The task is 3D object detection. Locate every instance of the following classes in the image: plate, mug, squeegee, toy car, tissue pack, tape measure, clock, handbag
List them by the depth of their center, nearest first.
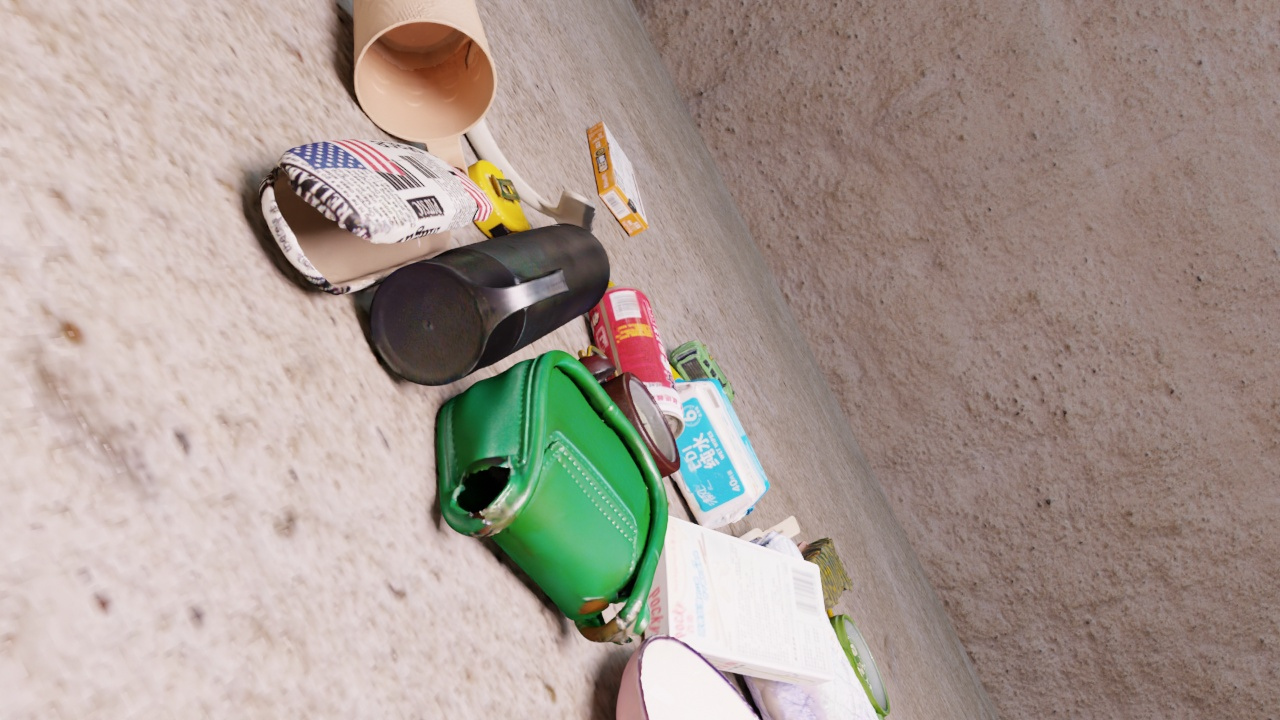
[{"bbox_3d":[-0.040,0.069,0.469,0.131,0.068,0.120,53,19,-34],"label":"handbag"},{"bbox_3d":[0.044,0.237,0.479,0.192,0.039,0.192,51,9,-12],"label":"plate"},{"bbox_3d":[-0.138,-0.190,0.596,0.125,0.084,0.103,84,-8,-51],"label":"mug"},{"bbox_3d":[-0.017,0.042,0.625,0.082,0.055,0.121,45,21,-50],"label":"clock"},{"bbox_3d":[-0.104,-0.116,0.656,0.060,0.029,0.057,63,15,3],"label":"tape measure"},{"bbox_3d":[-0.122,-0.189,0.707,0.246,0.039,0.246,55,-4,-3],"label":"squeegee"},{"bbox_3d":[0.120,0.232,0.724,0.194,0.076,0.134,64,17,7],"label":"handbag"},{"bbox_3d":[0.057,0.078,0.802,0.140,0.063,0.090,63,16,7],"label":"tissue pack"},{"bbox_3d":[0.193,0.308,0.879,0.116,0.056,0.161,61,15,-4],"label":"clock"},{"bbox_3d":[0.067,0.021,0.980,0.091,0.043,0.036,53,15,-29],"label":"toy car"}]

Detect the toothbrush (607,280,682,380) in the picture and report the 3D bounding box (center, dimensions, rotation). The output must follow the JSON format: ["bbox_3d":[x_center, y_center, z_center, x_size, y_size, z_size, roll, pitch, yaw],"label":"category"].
[{"bbox_3d":[0.011,-0.014,0.901,0.190,0.017,0.015,50,20,-41],"label":"toothbrush"}]

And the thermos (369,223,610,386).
[{"bbox_3d":[-0.065,-0.041,0.539,0.242,0.090,0.068,-51,130,-75],"label":"thermos"}]

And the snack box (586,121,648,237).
[{"bbox_3d":[-0.029,-0.222,1.113,0.075,0.026,0.153,50,19,-40],"label":"snack box"}]

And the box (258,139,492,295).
[{"bbox_3d":[-0.120,-0.085,0.452,0.075,0.077,0.163,56,18,-4],"label":"box"}]

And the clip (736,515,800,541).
[{"bbox_3d":[0.112,0.174,0.863,0.097,0.060,0.034,-5,68,-63],"label":"clip"}]

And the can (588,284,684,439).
[{"bbox_3d":[-0.004,0.004,0.739,0.053,0.053,0.132,45,23,-50],"label":"can"}]

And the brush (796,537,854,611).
[{"bbox_3d":[0.154,0.217,0.878,0.063,0.073,0.145,64,19,8],"label":"brush"}]

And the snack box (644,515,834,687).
[{"bbox_3d":[0.067,0.165,0.617,0.156,0.027,0.084,23,50,-34],"label":"snack box"}]
